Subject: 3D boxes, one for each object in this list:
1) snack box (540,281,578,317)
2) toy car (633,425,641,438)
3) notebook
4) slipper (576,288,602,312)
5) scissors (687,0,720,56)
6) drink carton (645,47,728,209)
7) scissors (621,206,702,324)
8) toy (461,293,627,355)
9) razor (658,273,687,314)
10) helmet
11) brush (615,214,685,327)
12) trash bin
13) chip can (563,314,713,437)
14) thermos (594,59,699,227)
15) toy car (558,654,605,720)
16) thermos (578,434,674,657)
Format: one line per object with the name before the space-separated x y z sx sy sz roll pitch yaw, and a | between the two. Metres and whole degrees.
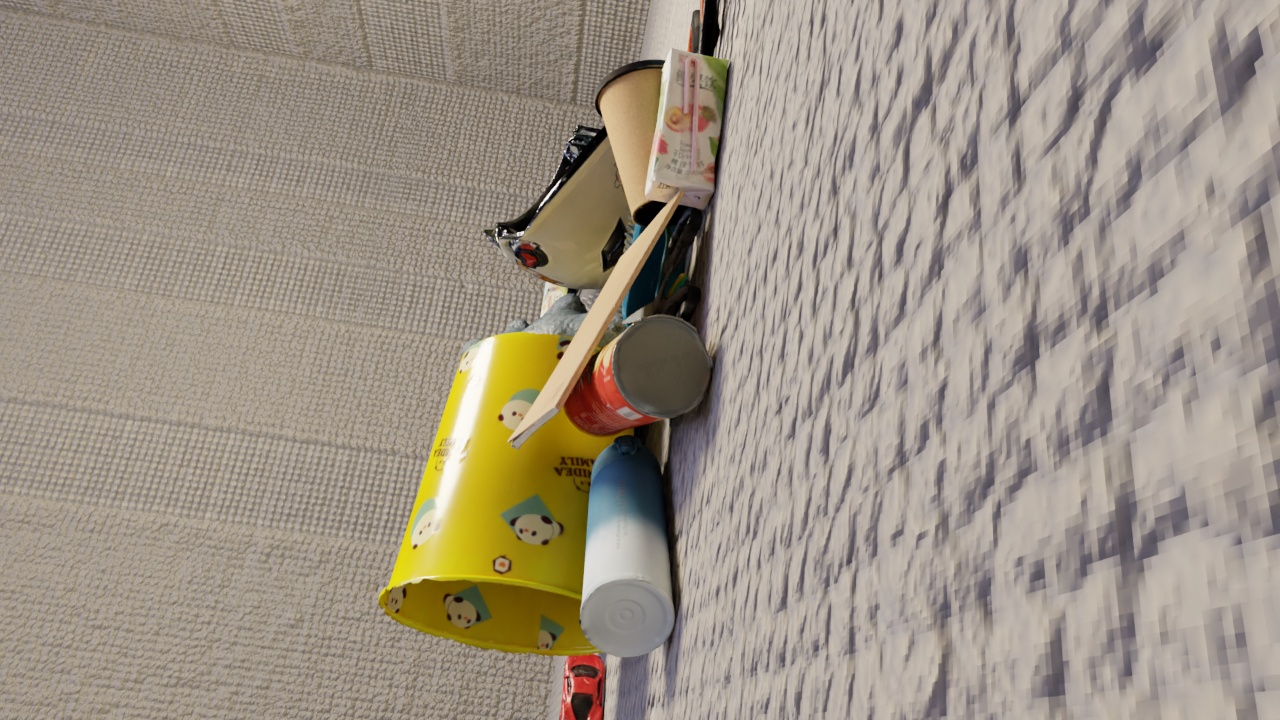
snack box | -0.067 -0.025 1.222 0.178 0.046 0.182 46 -140 -46
toy car | -0.018 0.083 1.060 0.158 0.042 0.070 112 167 -82
notebook | -0.038 -0.030 0.752 0.211 0.012 0.150 -61 9 -23
slipper | -0.022 -0.070 1.150 0.111 0.083 0.267 -25 37 30
scissors | 0.060 -0.271 0.871 0.204 0.021 0.225 -108 22 -79
drink carton | 0.039 -0.192 0.755 0.045 0.053 0.122 131 148 -74
scissors | 0.016 -0.054 0.798 0.181 0.014 0.159 -173 100 -71
toy | -0.119 -0.002 1.055 0.357 0.091 0.137 -13 40 43
razor | 0.024 -0.016 0.809 0.043 0.028 0.132 102 178 -77
helmet | -0.046 -0.170 1.055 0.229 0.157 0.274 -53 19 -17
brush | 0.016 -0.087 0.872 0.073 0.055 0.144 -133 48 -56
trash bin | -0.108 0.127 0.883 0.230 0.229 0.254 106 172 -59
chip can | -0.011 0.018 0.699 0.217 0.073 0.073 150 129 -75
thermos | 0.012 -0.195 0.817 0.093 0.093 0.143 111 151 -71
toy car | -0.065 0.372 1.036 0.106 0.049 0.031 -88 8 -57
thermos | -0.011 0.131 0.706 0.220 0.070 0.070 -93 12 -68
